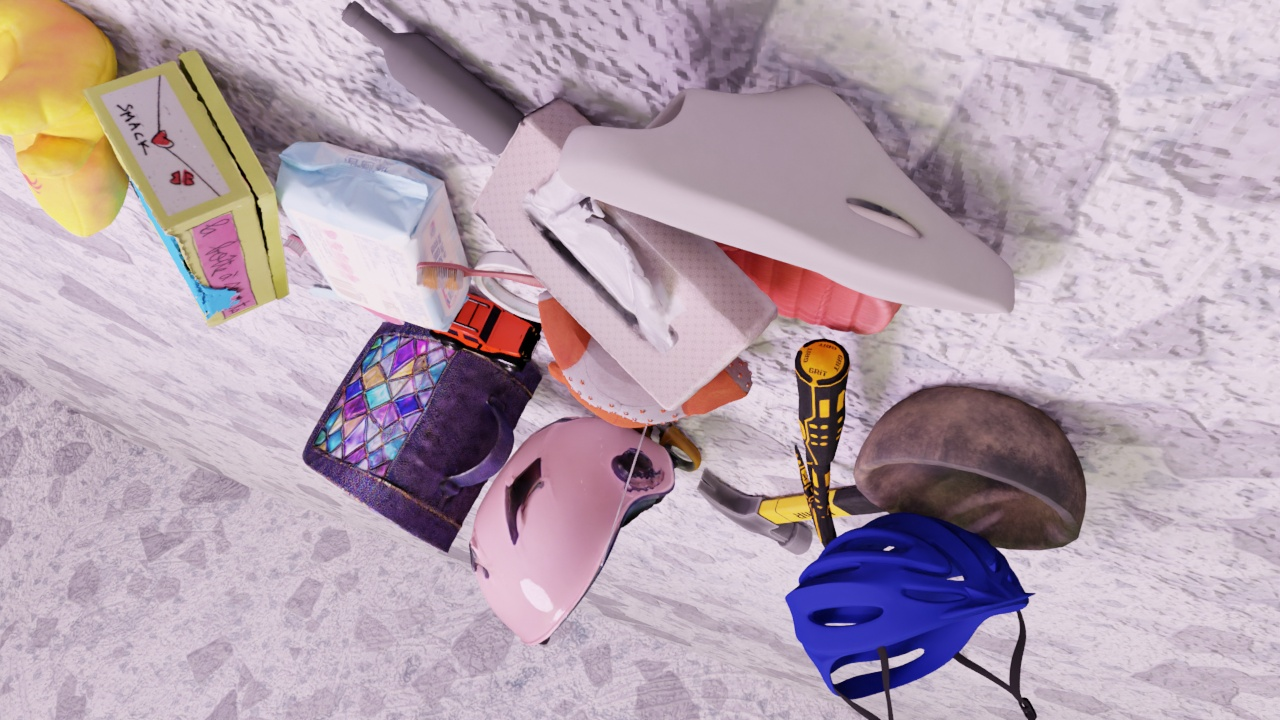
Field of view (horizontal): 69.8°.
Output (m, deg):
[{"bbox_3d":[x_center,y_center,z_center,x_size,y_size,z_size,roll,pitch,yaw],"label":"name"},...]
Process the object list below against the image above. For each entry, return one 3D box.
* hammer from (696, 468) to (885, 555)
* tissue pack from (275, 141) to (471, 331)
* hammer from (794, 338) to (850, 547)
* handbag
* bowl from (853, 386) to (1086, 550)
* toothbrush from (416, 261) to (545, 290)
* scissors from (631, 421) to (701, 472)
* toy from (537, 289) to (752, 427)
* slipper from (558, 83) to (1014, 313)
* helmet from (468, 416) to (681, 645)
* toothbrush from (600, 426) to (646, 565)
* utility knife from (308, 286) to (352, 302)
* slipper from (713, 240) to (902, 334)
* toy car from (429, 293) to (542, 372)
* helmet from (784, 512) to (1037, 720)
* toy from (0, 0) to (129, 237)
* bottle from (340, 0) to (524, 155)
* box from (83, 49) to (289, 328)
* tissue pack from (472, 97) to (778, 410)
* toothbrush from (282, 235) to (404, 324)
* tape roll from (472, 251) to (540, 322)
[{"bbox_3d":[0.192,0.150,0.965,0.170,0.034,0.325,31,155,-18],"label":"hammer"},{"bbox_3d":[-0.199,-0.096,0.708,0.112,0.069,0.182,19,156,7],"label":"tissue pack"},{"bbox_3d":[0.143,0.072,0.730,0.036,0.123,0.321,-15,149,2],"label":"hammer"},{"bbox_3d":[-0.214,0.073,0.940,0.222,0.204,0.125,11,156,41],"label":"handbag"},{"bbox_3d":[0.247,0.078,0.686,0.162,0.070,0.162,19,158,8],"label":"bowl"},{"bbox_3d":[-0.070,-0.056,0.673,0.184,0.015,0.015,3,152,-12],"label":"toothbrush"},{"bbox_3d":[0.028,0.070,0.945,0.134,0.016,0.228,24,158,-1],"label":"scissors"},{"bbox_3d":[-0.004,0.004,0.700,0.164,0.092,0.172,18,170,-2],"label":"toy"},{"bbox_3d":[0.089,-0.089,0.466,0.265,0.080,0.113,15,-177,-23],"label":"slipper"},{"bbox_3d":[-0.077,0.153,0.910,0.152,0.254,0.231,38,121,-2],"label":"helmet"},{"bbox_3d":[-0.002,0.095,0.811,0.010,0.181,0.010,17,163,5],"label":"toothbrush"},{"bbox_3d":[-0.259,-0.058,0.927,0.219,0.019,0.030,12,147,31],"label":"utility knife"},{"bbox_3d":[0.042,-0.052,0.598,0.249,0.059,0.104,15,157,14],"label":"slipper"},{"bbox_3d":[-0.141,-0.030,0.827,0.100,0.051,0.049,20,160,7],"label":"toy car"},{"bbox_3d":[0.211,0.231,0.691,0.147,0.227,0.242,-6,156,-23],"label":"helmet"},{"bbox_3d":[-0.434,-0.190,0.691,0.087,0.134,0.194,-17,167,-25],"label":"toy"},{"bbox_3d":[-0.120,-0.164,0.526,0.113,0.030,0.030,34,155,-28],"label":"bottle"},{"bbox_3d":[-0.337,-0.119,0.708,0.124,0.081,0.221,58,159,6],"label":"box"},{"bbox_3d":[-0.016,-0.059,0.535,0.181,0.071,0.104,48,139,2],"label":"tissue pack"},{"bbox_3d":[-0.286,-0.074,0.887,0.135,0.016,0.022,39,142,-19],"label":"toothbrush"},{"bbox_3d":[-0.096,-0.059,0.768,0.093,0.013,0.093,18,158,8],"label":"tape roll"}]
